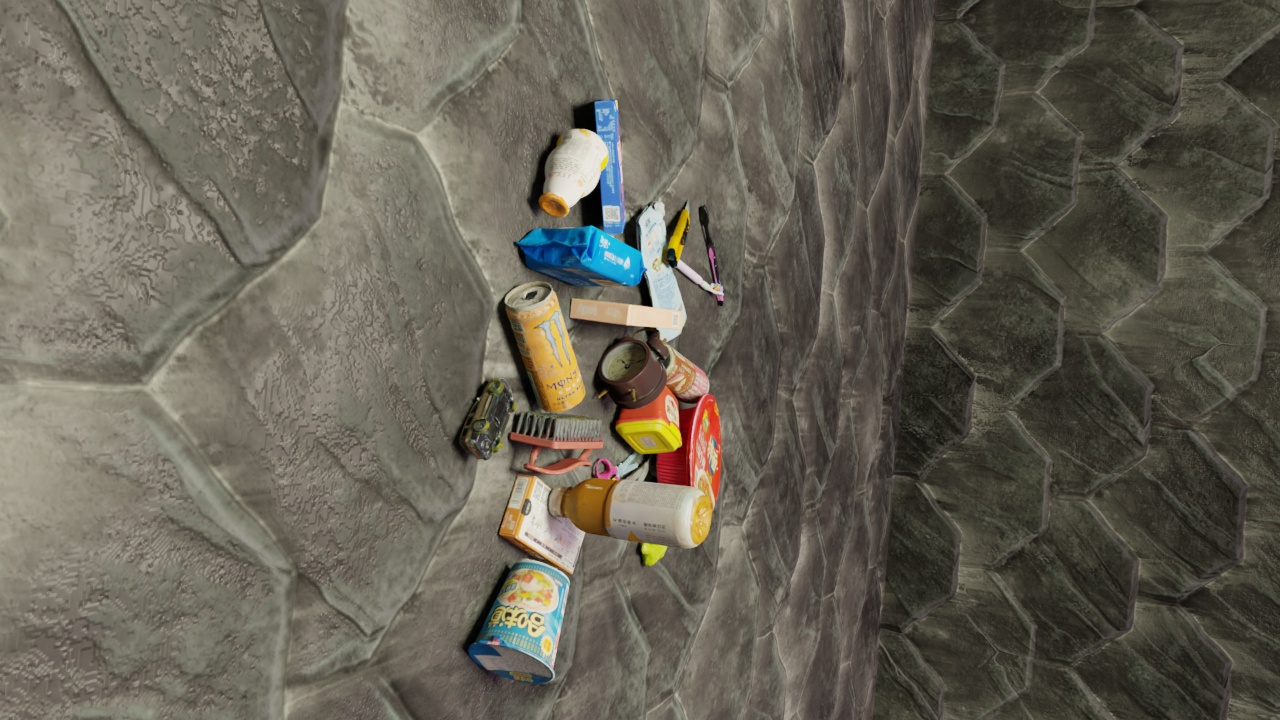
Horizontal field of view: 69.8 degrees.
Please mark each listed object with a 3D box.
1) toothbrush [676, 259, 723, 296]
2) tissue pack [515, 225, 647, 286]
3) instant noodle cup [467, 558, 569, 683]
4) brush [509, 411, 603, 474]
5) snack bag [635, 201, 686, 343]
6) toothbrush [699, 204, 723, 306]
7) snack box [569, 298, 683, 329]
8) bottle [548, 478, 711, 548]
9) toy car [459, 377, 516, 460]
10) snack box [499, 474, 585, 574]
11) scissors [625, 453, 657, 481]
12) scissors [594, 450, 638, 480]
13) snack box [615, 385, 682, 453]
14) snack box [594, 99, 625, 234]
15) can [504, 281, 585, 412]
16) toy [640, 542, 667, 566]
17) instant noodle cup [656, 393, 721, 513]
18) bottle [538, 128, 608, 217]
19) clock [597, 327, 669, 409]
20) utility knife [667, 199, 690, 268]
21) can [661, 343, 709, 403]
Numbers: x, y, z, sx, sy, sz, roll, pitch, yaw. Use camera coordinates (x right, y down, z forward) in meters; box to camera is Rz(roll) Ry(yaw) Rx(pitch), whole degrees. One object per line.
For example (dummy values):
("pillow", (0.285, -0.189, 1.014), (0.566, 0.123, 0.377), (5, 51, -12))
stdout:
("toothbrush", (0.087, -0.133, 1.435), (0.021, 0.029, 0.189), (-48, 152, 10))
("tissue pack", (-0.065, -0.121, 1.059), (0.157, 0.095, 0.052), (15, 80, -61))
("instant noodle cup", (-0.126, 0.286, 1.019), (0.099, 0.099, 0.109), (66, 32, -43))
("brush", (-0.091, 0.098, 1.083), (0.145, 0.063, 0.069), (10, 89, -65))
("snack bag", (0.028, -0.128, 1.300), (0.110, 0.039, 0.191), (-55, 139, -46))
("toothbrush", (0.118, -0.169, 1.498), (0.017, 0.014, 0.189), (-71, 153, -50))
("snack box", (-0.015, -0.059, 1.178), (0.157, 0.085, 0.026), (1, 97, -63))
("bottle", (-0.016, 0.169, 1.038), (0.067, 0.190, 0.068), (-8, 99, -62))
("toy car", (-0.160, 0.059, 0.968), (0.042, 0.035, 0.090), (66, 33, -46))
("snack box", (-0.112, 0.198, 1.097), (0.154, 0.026, 0.075), (52, 49, -54))
("scissors", (0.009, 0.153, 1.332), (0.159, 0.014, 0.170), (44, 54, -59))
("scissors", (-0.032, 0.145, 1.261), (0.137, 0.017, 0.077), (-45, 126, -57))
("snack box", (0.012, 0.077, 1.270), (0.091, 0.082, 0.080), (52, 36, -55))
("snack box", (-0.037, -0.240, 1.131), (0.084, 0.026, 0.157), (-86, 173, -72))
("can", (-0.107, -0.013, 1.034), (0.058, 0.058, 0.146), (-55, 141, -44))
("toy", (0.026, 0.252, 1.372), (0.096, 0.031, 0.100), (-22, 115, -58))
("instant noodle cup", (0.071, 0.145, 1.365), (0.193, 0.066, 0.194), (1, 89, -74))
("bottle", (-0.080, -0.212, 1.046), (0.108, 0.063, 0.063), (-67, 148, -31))
("clock", (-0.007, 0.007, 1.209), (0.055, 0.082, 0.121), (55, 49, -43))
("utility knife", (0.060, -0.188, 1.335), (0.192, 0.015, 0.033), (-73, 156, -54))
("can", (0.051, 0.020, 1.349), (0.147, 0.058, 0.057), (35, 64, -60))
